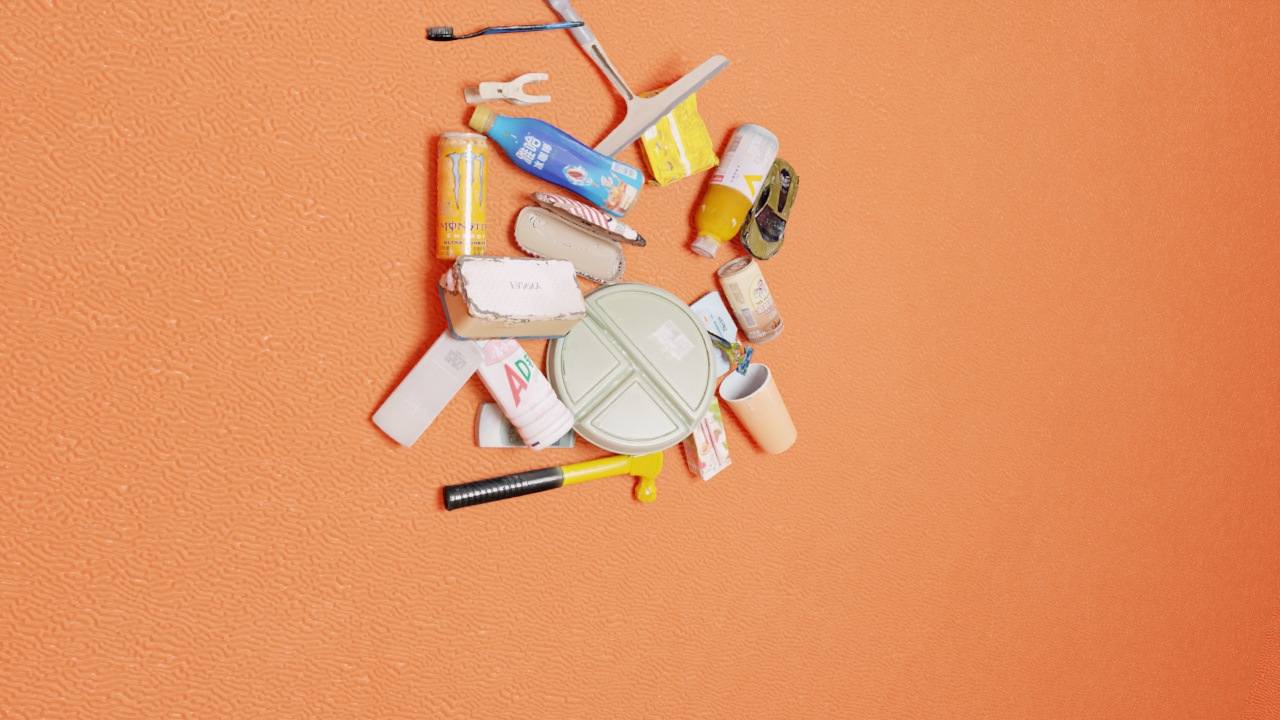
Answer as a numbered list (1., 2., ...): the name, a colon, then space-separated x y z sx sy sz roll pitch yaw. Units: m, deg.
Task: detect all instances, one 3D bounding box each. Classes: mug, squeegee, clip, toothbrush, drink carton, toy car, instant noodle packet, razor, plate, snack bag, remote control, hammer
1. mug: 0.175 0.074 1.327 0.078 0.078 0.123 -44 121 -18
2. squeegee: -0.061 -0.388 1.135 0.246 0.039 0.246 -38 105 7
3. clip: -0.157 -0.321 1.095 0.100 0.072 0.035 -17 106 -33
4. toothbrush: -0.157 -0.391 1.079 0.189 0.014 0.016 -11 90 -15
5. drink carton: 0.088 0.104 1.275 0.053 0.045 0.123 -32 129 -23
6. toy car: 0.183 -0.213 1.290 0.070 0.042 0.158 29 67 -30
7. instant noodle packet: 0.039 -0.302 1.208 0.110 0.044 0.128 -25 107 -23
8. razor: 0.101 -0.029 1.257 0.142 0.022 0.042 30 72 -25
9. plate: -0.007 0.007 1.187 0.230 0.027 0.230 2 81 -14
10. snack bag: 0.061 -0.003 1.266 0.190 0.039 0.110 -38 101 -22
11. remote control: -0.145 0.083 1.172 0.135 0.019 0.056 4 95 -30
12. hammer: -0.105 0.149 1.186 0.300 0.033 0.129 -9 117 -26
13. remote control: -0.247 0.030 1.075 0.058 0.021 0.150 41 94 -9

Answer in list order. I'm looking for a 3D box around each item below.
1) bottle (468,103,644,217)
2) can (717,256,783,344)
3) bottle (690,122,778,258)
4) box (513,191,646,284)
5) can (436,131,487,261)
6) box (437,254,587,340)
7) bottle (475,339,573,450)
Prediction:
1. bottle: -0.103 -0.246 1.111 0.218 0.065 0.065 24 85 -16
2. can: 0.156 -0.084 1.298 0.058 0.059 0.116 -36 113 -21
3. bottle: 0.124 -0.230 1.253 0.068 0.068 0.189 30 82 -30
4. box: -0.076 -0.150 1.147 0.162 0.075 0.086 18 96 -32
5. can: -0.209 -0.189 1.072 0.058 0.058 0.146 -2 98 -30
6. box: -0.144 -0.074 1.093 0.184 0.063 0.089 1 64 -42
7. bottle: -0.161 0.016 1.115 0.068 0.068 0.197 -39 101 -20
